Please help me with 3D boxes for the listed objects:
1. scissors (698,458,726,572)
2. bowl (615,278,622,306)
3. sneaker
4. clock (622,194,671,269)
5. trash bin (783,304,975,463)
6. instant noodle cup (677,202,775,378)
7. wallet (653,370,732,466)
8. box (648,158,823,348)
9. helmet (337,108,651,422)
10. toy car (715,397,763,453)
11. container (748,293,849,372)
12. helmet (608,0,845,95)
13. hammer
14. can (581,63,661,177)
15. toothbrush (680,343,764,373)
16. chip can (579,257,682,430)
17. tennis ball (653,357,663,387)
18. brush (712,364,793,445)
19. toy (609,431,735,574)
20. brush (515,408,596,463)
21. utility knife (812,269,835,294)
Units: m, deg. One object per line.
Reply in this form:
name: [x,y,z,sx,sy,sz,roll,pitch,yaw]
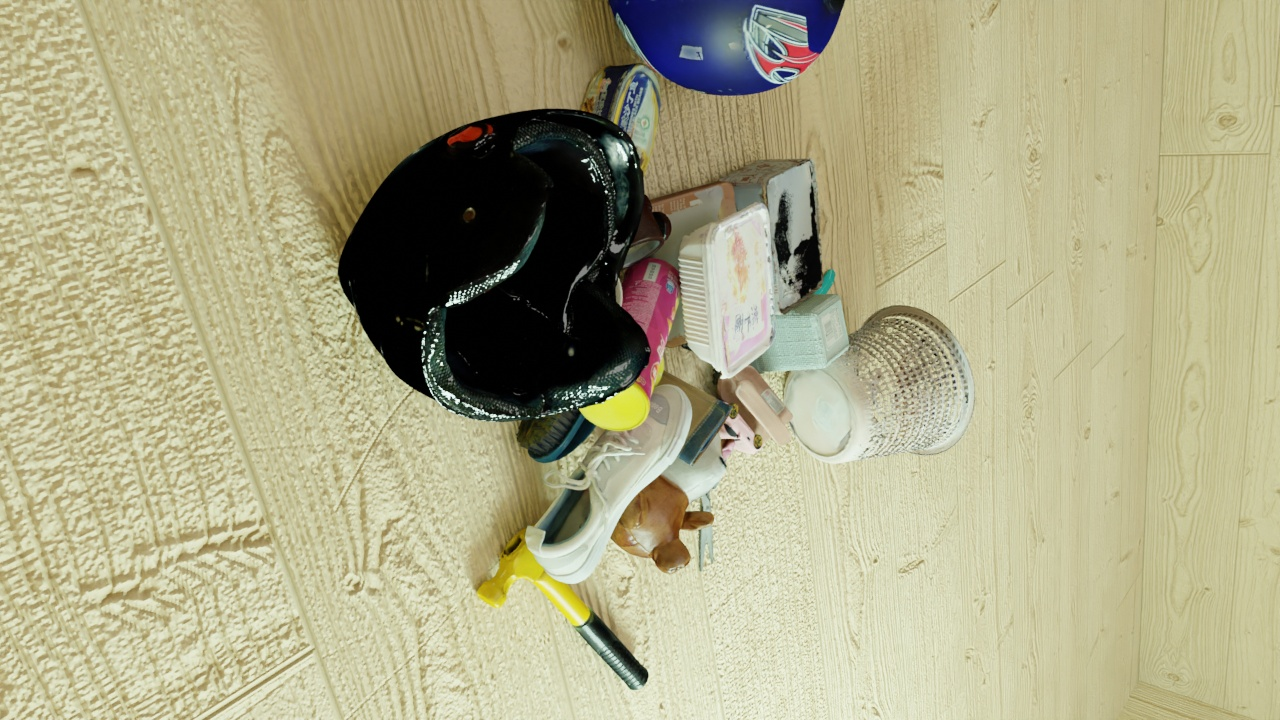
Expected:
scissors: [0.091,0.189,1.208,0.156,0.014,0.168,-57,133,-21]
bowl: [-0.079,-0.052,0.929,0.118,0.118,0.065,-57,170,-23]
sneaker: [-0.037,0.111,0.957,0.241,0.090,0.091,-55,140,-18]
clock: [-0.013,-0.133,0.976,0.055,0.082,0.121,64,23,10]
trash bin: [0.320,0.050,1.299,0.191,0.228,0.228,-16,109,-31]
instant noodle cup: [0.094,-0.081,1.023,0.137,0.060,0.173,-33,125,-50]
wallet: [0.036,0.059,1.050,0.090,0.115,0.033,-51,158,-26]
box: [0.115,-0.134,1.119,0.259,0.105,0.179,-31,120,-46]
helmet: [-0.116,-0.087,0.772,0.274,0.230,0.233,-60,149,-18]
toy car: [0.112,0.087,1.177,0.122,0.056,0.037,48,64,-38]
container: [0.204,-0.038,1.199,0.089,0.112,0.090,-32,113,-46]
helmet: [0.101,-0.394,0.938,0.314,0.248,0.240,-15,113,-56]
hammer: [-0.067,0.292,1.046,0.128,0.033,0.301,-52,131,-25]
can: [-0.025,-0.240,0.970,0.074,0.049,0.148,17,85,-47]
toothbrush: [0.109,-0.005,1.187,0.180,0.016,0.018,14,81,-48]
chip can: [-0.006,-0.022,0.955,0.210,0.071,0.071,-72,145,-49]
tennis ball: [-0.006,0.006,1.028,0.065,0.066,0.065,-12,106,-45]
brush: [0.146,0.054,1.188,0.063,0.073,0.145,-41,130,1]
toy: [0.041,0.137,1.074,0.140,0.131,0.199,54,50,-26]
brush: [-0.072,0.047,0.973,0.073,0.055,0.143,47,64,-41]
utility knife: [0.245,-0.079,1.321,0.150,0.013,0.029,-51,133,-30]
